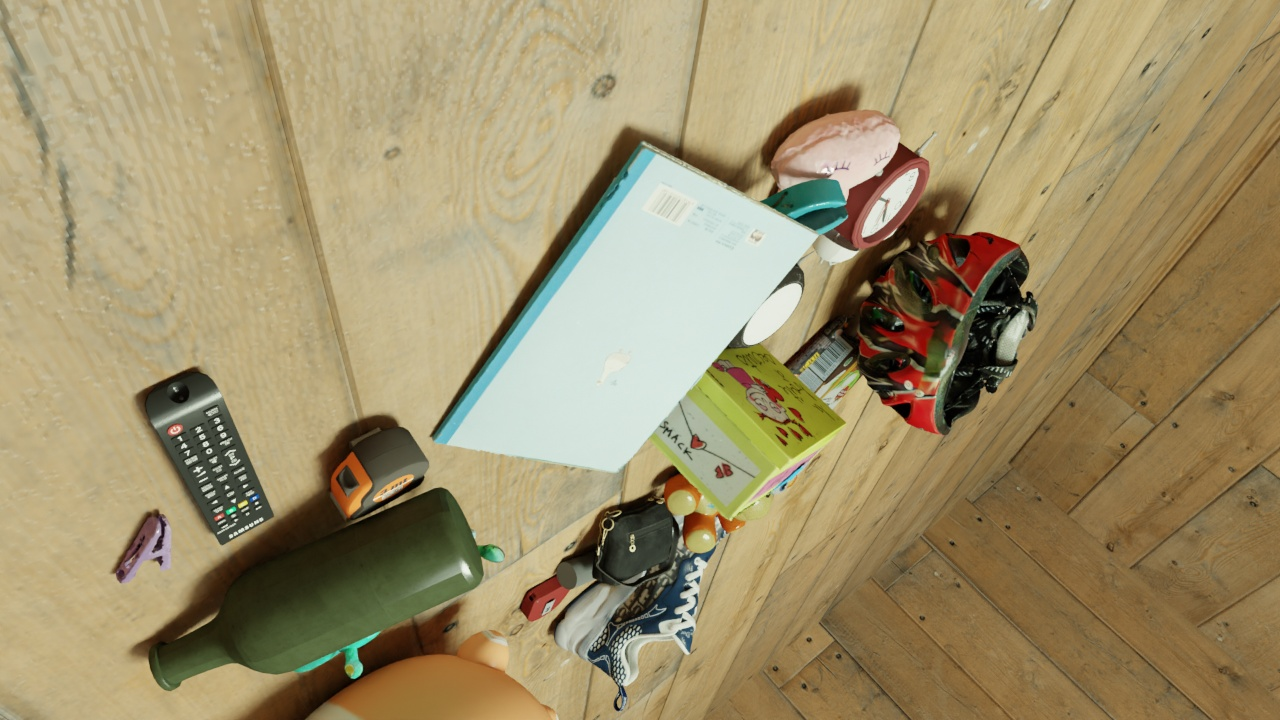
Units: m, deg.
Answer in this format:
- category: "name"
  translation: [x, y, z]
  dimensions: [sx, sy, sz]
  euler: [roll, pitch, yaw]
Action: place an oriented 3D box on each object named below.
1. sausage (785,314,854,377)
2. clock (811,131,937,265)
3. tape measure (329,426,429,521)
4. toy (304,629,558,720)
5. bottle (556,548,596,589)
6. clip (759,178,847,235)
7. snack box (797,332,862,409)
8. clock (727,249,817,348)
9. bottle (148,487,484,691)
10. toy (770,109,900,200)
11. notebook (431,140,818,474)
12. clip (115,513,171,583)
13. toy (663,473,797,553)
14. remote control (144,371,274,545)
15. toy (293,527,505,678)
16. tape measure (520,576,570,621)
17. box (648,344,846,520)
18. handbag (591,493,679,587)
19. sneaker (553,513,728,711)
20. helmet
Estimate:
- category: "sausage"
  translation: [0.177, 0.002, 1.008]
  dimensions: [0.155, 0.020, 0.020]
  euler: [-45, 155, 1]
- category: "clock"
  translation: [0.196, -0.137, 0.787]
  dimensions: [0.096, 0.048, 0.138]
  euler: [-29, 150, -29]
- category: "tape measure"
  translation: [-0.167, 0.067, 0.580]
  dimensions: [0.058, 0.038, 0.059]
  euler: [-29, 165, -27]
- category: "toy"
  translation: [-0.185, 0.387, 0.801]
  dimensions: [0.279, 0.266, 0.263]
  euler: [-49, 129, -34]
- category: "bottle"
  translation: [-0.042, 0.220, 1.007]
  dimensions: [0.112, 0.030, 0.030]
  euler: [-10, 139, -50]
- category: "clip"
  translation: [0.091, -0.094, 0.670]
  dimensions: [0.120, 0.027, 0.103]
  euler: [-18, 159, 11]
- category: "snack box"
  translation: [0.200, 0.050, 1.101]
  dimensions: [0.186, 0.031, 0.101]
  euler: [-51, 154, 14]
- category: "clock"
  translation: [0.097, -0.048, 0.782]
  dimensions: [0.122, 0.044, 0.091]
  euler: [-27, 150, -31]
- category: "bottle"
  translation: [-0.208, 0.153, 0.591]
  dimensions: [0.206, 0.071, 0.071]
  euler: [-23, 152, -6]
- category: "toy"
  translation: [0.140, -0.144, 0.694]
  dimensions: [0.108, 0.053, 0.105]
  euler: [-23, 161, -20]
- category: "notebook"
  translation: [-0.008, -0.018, 0.642]
  dimensions: [0.181, 0.009, 0.254]
  euler: [16, 121, -43]
- category: "clip"
  translation: [-0.275, 0.107, 0.507]
  dimensions: [0.045, 0.014, 0.051]
  euler: [-28, 154, -25]
- category: "toy"
  translation: [0.106, 0.131, 1.018]
  dimensions: [0.175, 0.096, 0.112]
  euler: [-39, 122, -22]
- category: "remote control"
  translation: [-0.229, 0.059, 0.496]
  dimensions: [0.033, 0.015, 0.147]
  euler: [-30, 152, -27]
- category: "toy"
  translation: [-0.192, 0.180, 0.684]
  dimensions: [0.193, 0.072, 0.130]
  euler: [-35, 155, 2]
- category: "tape measure"
  translation: [-0.100, 0.257, 0.991]
  dimensions: [0.058, 0.019, 0.052]
  euler: [-21, 146, -40]
- category: "box"
  translation: [0.097, 0.053, 0.814]
  dimensions: [0.080, 0.124, 0.220]
  euler: [-50, 162, 21]
- category: "handbag"
  translation: [-0.003, 0.189, 0.980]
  dimensions: [0.128, 0.054, 0.079]
  euler: [-11, 108, -51]
- category: "sneaker"
  translation: [0.030, 0.283, 1.092]
  dimensions: [0.269, 0.132, 0.103]
  euler: [-45, 153, -1]
- category: "helmet"
  translation: [0.322, -0.035, 0.981]
  dimensions: [0.271, 0.167, 0.218]
  euler: [-11, 121, -63]
